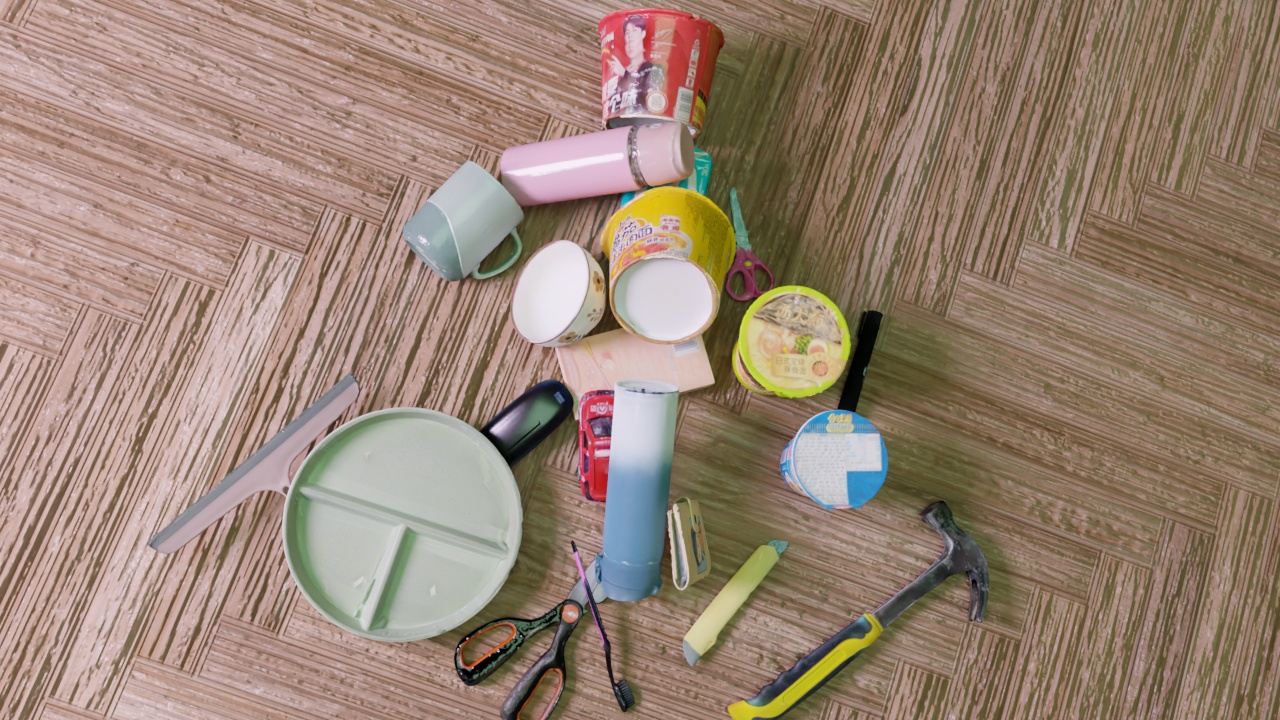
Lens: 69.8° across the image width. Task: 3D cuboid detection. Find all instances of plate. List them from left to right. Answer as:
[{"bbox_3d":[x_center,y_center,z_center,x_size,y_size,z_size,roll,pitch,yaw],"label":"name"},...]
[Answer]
[{"bbox_3d":[-0.233,0.161,0.913,0.230,0.027,0.230,2,84,-14],"label":"plate"}]

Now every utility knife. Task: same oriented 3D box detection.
[{"bbox_3d":[0.100,0.251,0.972,0.031,0.018,0.166,44,81,-3],"label":"utility knife"}]

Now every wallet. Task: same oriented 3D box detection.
[{"bbox_3d":[0.048,0.181,0.928,0.024,0.115,0.087,-6,82,15],"label":"wallet"}]

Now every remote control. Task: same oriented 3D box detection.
[{"bbox_3d":[-0.129,0.073,0.957,0.136,0.024,0.053,-41,86,2],"label":"remote control"}]

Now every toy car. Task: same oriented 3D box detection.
[{"bbox_3d":[-0.038,0.090,0.953,0.053,0.045,0.120,-3,100,-12],"label":"toy car"}]

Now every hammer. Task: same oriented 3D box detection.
[{"bbox_3d":[0.235,0.293,0.973,0.323,0.032,0.126,-35,86,-10],"label":"hammer"}]

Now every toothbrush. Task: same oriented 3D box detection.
[{"bbox_3d":[-0.039,0.271,0.940,0.017,0.014,0.189,-19,96,-20],"label":"toothbrush"}]

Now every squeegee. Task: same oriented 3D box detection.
[{"bbox_3d":[-0.306,0.187,0.927,0.247,0.040,0.249,-42,94,-14],"label":"squeegee"}]

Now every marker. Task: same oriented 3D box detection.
[{"bbox_3d":[0.242,0.007,1.021,0.022,0.020,0.132,16,80,13],"label":"marker"}]

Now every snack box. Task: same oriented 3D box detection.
[{"bbox_3d":[-0.006,0.006,0.990,0.157,0.026,0.084,-14,85,-7],"label":"snack box"}]

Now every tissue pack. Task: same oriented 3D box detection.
[{"bbox_3d":[0.026,-0.173,1.007,0.093,0.050,0.133,10,81,-3],"label":"tissue pack"}]

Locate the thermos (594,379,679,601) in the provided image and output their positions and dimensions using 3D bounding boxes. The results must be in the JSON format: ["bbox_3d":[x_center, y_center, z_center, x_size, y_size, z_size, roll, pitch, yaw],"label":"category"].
[{"bbox_3d":[-0.004,0.130,0.912,0.070,0.070,0.220,5,99,-6],"label":"thermos"}]

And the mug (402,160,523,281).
[{"bbox_3d":[-0.180,-0.134,0.971,0.106,0.082,0.112,-48,121,-11],"label":"mug"}]

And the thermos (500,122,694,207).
[{"bbox_3d":[-0.041,-0.210,0.963,0.199,0.087,0.067,-6,117,21],"label":"thermos"}]

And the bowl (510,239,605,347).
[{"bbox_3d":[-0.077,-0.064,0.966,0.062,0.114,0.113,21,76,-46],"label":"bowl"}]

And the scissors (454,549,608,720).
[{"bbox_3d":[-0.094,0.266,0.946,0.190,0.022,0.229,16,81,-4],"label":"scissors"}]

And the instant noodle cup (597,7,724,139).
[{"bbox_3d":[0.016,-0.301,0.987,0.138,0.138,0.108,6,89,-5],"label":"instant noodle cup"}]

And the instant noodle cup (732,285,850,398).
[{"bbox_3d":[0.147,-0.009,0.961,0.111,0.123,0.111,1,80,-5],"label":"instant noodle cup"}]

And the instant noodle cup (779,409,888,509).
[{"bbox_3d":[0.191,0.106,0.955,0.099,0.110,0.099,1,81,-6],"label":"instant noodle cup"}]

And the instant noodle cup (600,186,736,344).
[{"bbox_3d":[0.027,-0.090,0.935,0.138,0.138,0.109,14,39,-4],"label":"instant noodle cup"}]

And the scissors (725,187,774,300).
[{"bbox_3d":[0.116,-0.132,1.031,0.056,0.017,0.133,-8,79,-2],"label":"scissors"}]
